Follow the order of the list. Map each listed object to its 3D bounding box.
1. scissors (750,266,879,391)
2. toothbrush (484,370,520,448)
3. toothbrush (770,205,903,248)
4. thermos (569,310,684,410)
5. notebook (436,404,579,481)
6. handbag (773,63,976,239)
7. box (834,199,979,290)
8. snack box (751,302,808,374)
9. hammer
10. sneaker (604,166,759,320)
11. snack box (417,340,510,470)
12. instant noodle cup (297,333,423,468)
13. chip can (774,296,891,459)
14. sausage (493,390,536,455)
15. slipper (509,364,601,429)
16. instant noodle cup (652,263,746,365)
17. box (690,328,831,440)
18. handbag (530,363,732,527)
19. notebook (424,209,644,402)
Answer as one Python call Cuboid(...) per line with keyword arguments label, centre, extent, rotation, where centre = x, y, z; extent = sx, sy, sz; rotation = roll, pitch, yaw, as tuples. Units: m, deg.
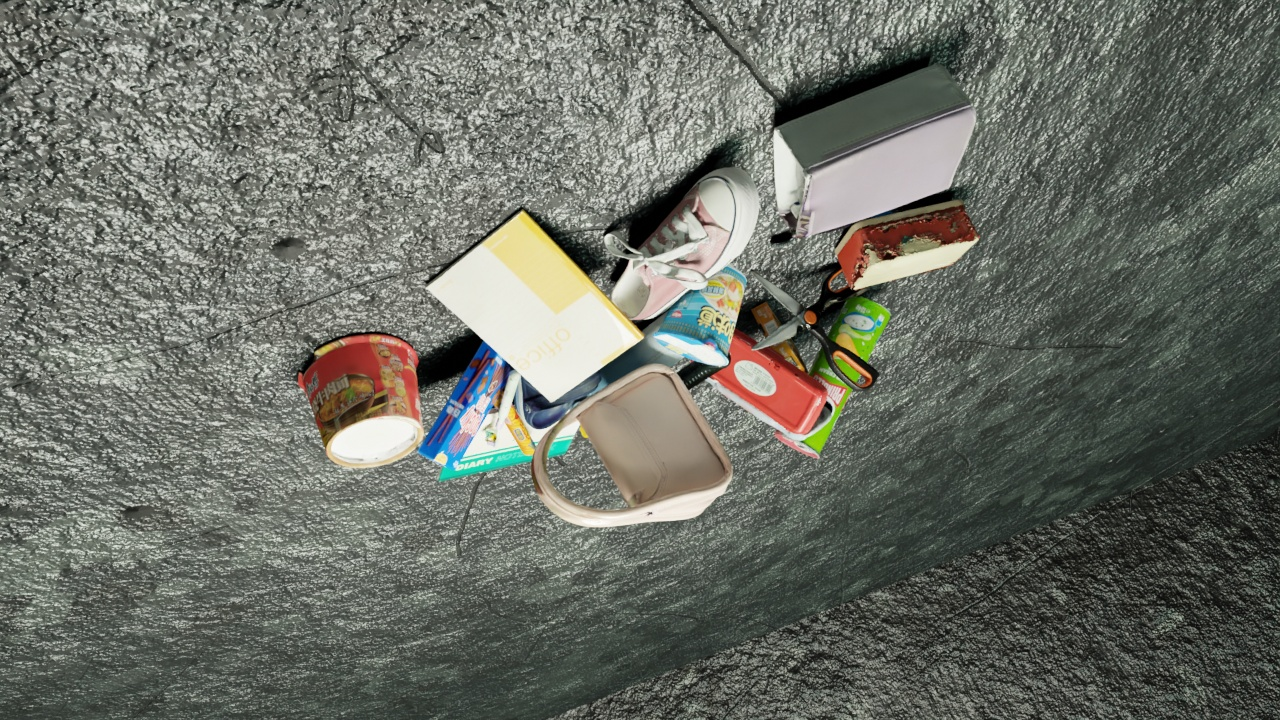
Cuboid(label="scissors", centre=(0.239, -0.049, 1.223), extent=(0.232, 0.221, 0.022), rotation=(-35, 179, -28))
Cuboid(label="toothbrush", centre=(-0.175, 0.062, 1.170), extent=(0.020, 0.029, 0.190), rotation=(-24, 160, -29))
Cuboid(label="toothbrush", centre=(0.251, -0.172, 1.173), extent=(0.189, 0.014, 0.016), rotation=(-16, 150, -12))
Cuboid(label="thermos", centre=(-0.007, 0.007, 1.235), extent=(0.221, 0.070, 0.070), rotation=(-37, 147, 23))
Cuboid(label="notebook", centre=(-0.178, 0.108, 1.310), extent=(0.208, 0.012, 0.151), rotation=(-9, 144, -33))
Cuboid(label="handbag", centre=(0.248, -0.223, 1.006), extent=(0.197, 0.098, 0.145), rotation=(-21, 148, -4))
Cuboid(label="box", centre=(0.352, -0.145, 1.202), extent=(0.168, 0.077, 0.091), rotation=(-15, 162, -14))
Cuboid(label="snack box", centre=(0.205, -0.020, 1.321), extent=(0.026, 0.075, 0.153), rotation=(-28, 149, 12))
Cuboid(label="hammer", centre=(0.032, 0.048, 1.287), extent=(0.128, 0.032, 0.302), rotation=(-7, 163, -33))
Cuboid(label="sneaker", centre=(0.035, -0.120, 1.029), extent=(0.087, 0.118, 0.242), rotation=(-20, 163, -48))
Cuboid(label="snack box", centre=(-0.208, 0.055, 1.114), extent=(0.157, 0.026, 0.084), rotation=(-61, 168, -10))
Cuboid(label="instant noodle cup", centre=(-0.315, 0.052, 1.064), extent=(0.137, 0.108, 0.138), rotation=(-17, 150, -10))
Cuboid(label="chip can", centre=(0.276, 0.020, 1.314), extent=(0.236, 0.072, 0.072), rotation=(-61, 147, -7))
Cuboid(label="sausage", centre=(-0.171, 0.087, 1.244), extent=(0.021, 0.021, 0.165), rotation=(-21, 143, -2))
Cuboid(label="slipper", centre=(-0.103, 0.019, 1.145), extent=(0.104, 0.095, 0.253), rotation=(-32, 158, -31))
Cuboid(label="instant noodle cup", centre=(0.081, -0.062, 1.123), extent=(0.099, 0.109, 0.099), rotation=(21, 168, 5))
Cuboid(label="box", centre=(0.170, 0.025, 1.259), extent=(0.100, 0.201, 0.095), rotation=(-4, 124, -56))
Cuboid(label="handbag", centre=(-0.022, 0.119, 1.122), extent=(0.233, 0.193, 0.094), rotation=(-17, 152, -33))
Cuboid(label="notebook", centre=(-0.115, -0.054, 1.028), extent=(0.146, 0.010, 0.206), rotation=(-34, 119, 19))
